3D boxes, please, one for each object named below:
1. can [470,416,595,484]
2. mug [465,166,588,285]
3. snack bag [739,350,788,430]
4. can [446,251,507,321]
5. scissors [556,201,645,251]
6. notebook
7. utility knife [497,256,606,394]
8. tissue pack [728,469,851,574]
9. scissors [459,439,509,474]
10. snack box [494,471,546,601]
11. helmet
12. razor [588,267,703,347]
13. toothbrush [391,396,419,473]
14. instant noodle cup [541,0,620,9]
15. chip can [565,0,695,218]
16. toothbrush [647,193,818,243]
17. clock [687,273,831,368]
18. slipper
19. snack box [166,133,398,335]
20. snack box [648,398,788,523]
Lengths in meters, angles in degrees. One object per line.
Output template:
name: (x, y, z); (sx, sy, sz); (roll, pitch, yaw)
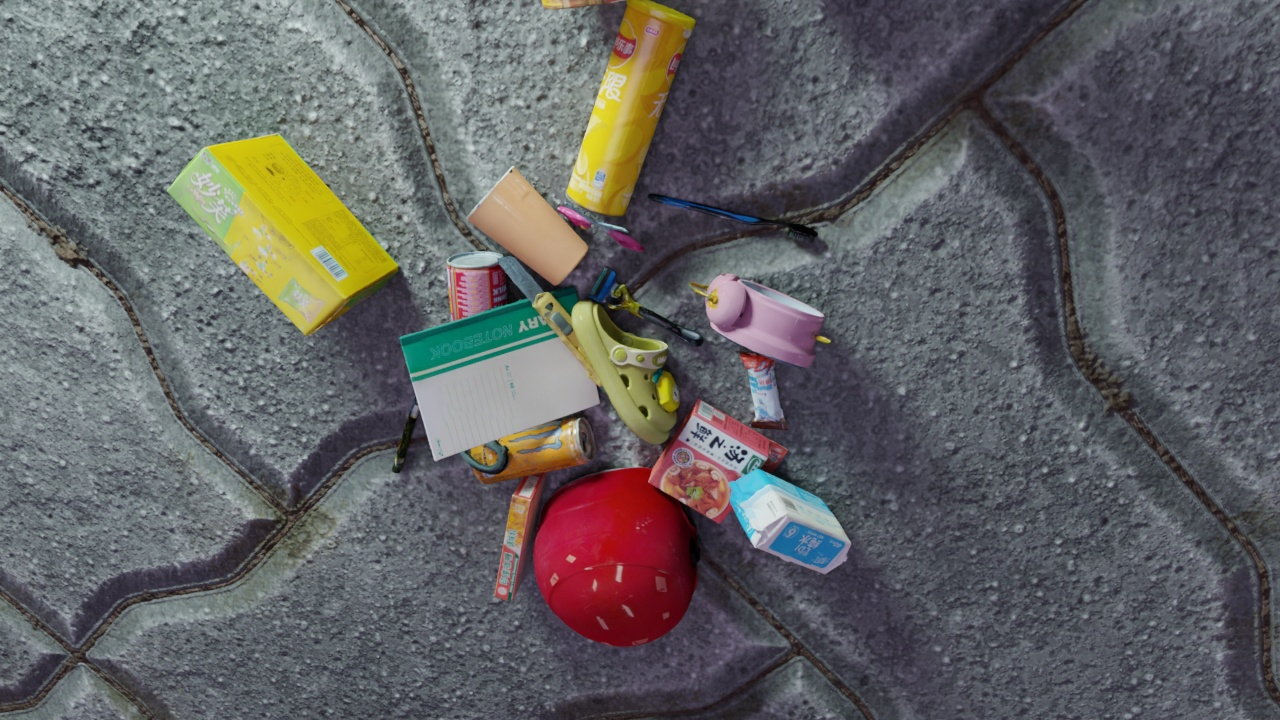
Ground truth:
can: (-0.132, 0.111, 1.124); (0.146, 0.058, 0.058); (-14, 109, 15)
mug: (-0.121, -0.144, 1.013); (0.123, 0.078, 0.078); (42, 113, -13)
snack bag: (0.143, 0.035, 1.060); (0.048, 0.026, 0.104); (1, 112, 23)
can: (-0.186, -0.073, 1.055); (0.066, 0.066, 0.094); (3, 112, 9)
scissors: (-0.041, -0.143, 0.986); (0.135, 0.133, 0.017); (26, 89, -33)
notebook: (-0.155, 0.013, 1.049); (0.208, 0.012, 0.150); (-19, 110, -21)
utility knife: (-0.093, -0.042, 1.053); (0.031, 0.022, 0.213); (-47, 113, -16)
tissue pack: (0.170, 0.187, 1.059); (0.140, 0.090, 0.063); (26, 110, -29)
scissors: (-0.179, 0.055, 1.101); (0.170, 0.019, 0.179); (-9, 85, 12)
snack box: (-0.151, 0.219, 1.161); (0.027, 0.076, 0.156); (14, 114, 4)
helmet: (-0.031, 0.265, 1.125); (0.207, 0.143, 0.240); (-19, 108, 15)
razor: (0.010, -0.054, 1.052); (0.142, 0.022, 0.042); (29, 70, -5)
toothbrush: (-0.287, 0.068, 1.158); (0.012, 0.017, 0.186); (22, 114, -2)
instant noodle cup: (-0.048, -0.399, 0.869); (0.138, 0.137, 0.109); (-4, 119, 12)
chip can: (-0.014, -0.259, 0.946); (0.072, 0.072, 0.214); (23, 115, 1)
toothbrush: (0.099, -0.155, 0.998); (0.189, 0.014, 0.016); (14, 137, 6)
clock: (0.122, -0.049, 0.983); (0.158, 0.117, 0.060); (21, 103, -1)
slipper: (-0.006, 0.006, 1.044); (0.082, 0.091, 0.190); (-29, 101, 17)
snack box: (-0.385, -0.143, 1.014); (0.070, 0.157, 0.210); (-38, 101, 18)
snack box: (0.093, 0.127, 1.096); (0.127, 0.044, 0.113); (30, 114, -2)
